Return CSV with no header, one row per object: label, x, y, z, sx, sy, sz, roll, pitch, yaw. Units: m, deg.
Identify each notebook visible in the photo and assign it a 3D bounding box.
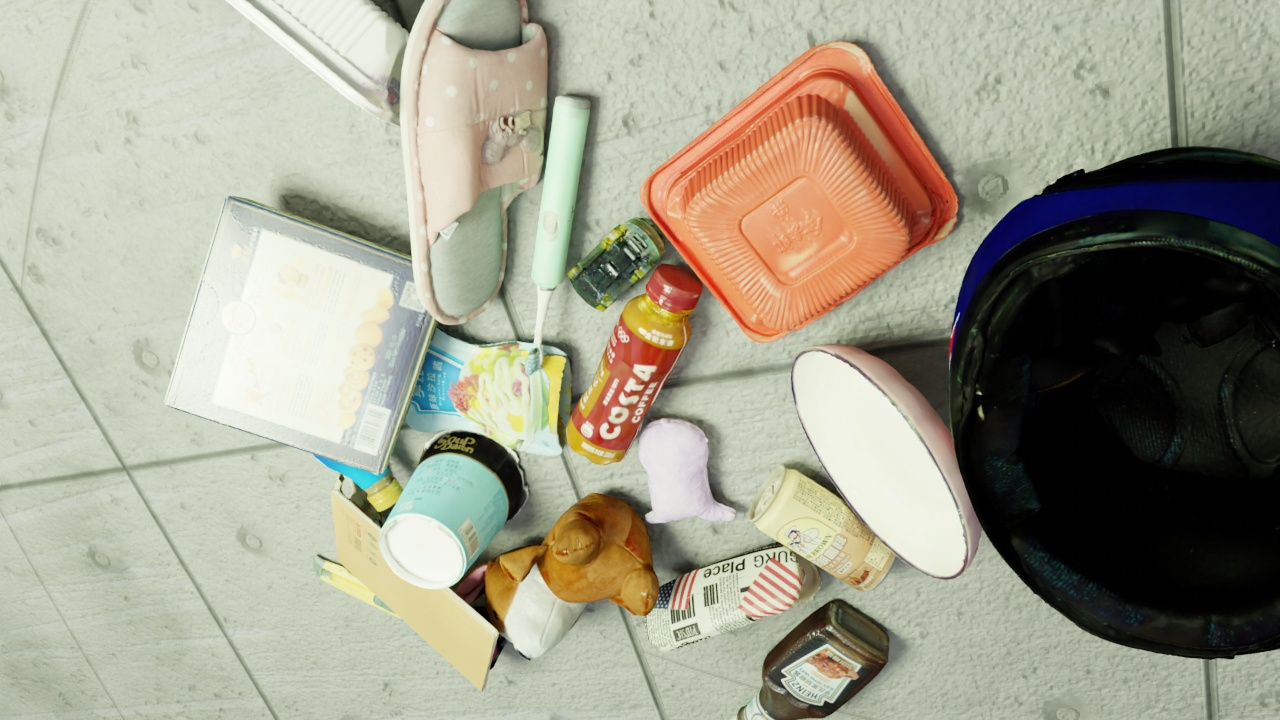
notebook,-0.221,0.224,0.881,0.208,0.008,0.148,36,142,14

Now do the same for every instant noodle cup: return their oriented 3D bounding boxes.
instant noodle cup,0.110,-0.102,0.635,0.189,0.079,0.164,-35,107,24
instant noodle cup,-0.171,0.135,0.814,0.111,0.120,0.111,7,118,12
instant noodle cup,-0.221,-0.239,0.634,0.173,0.138,0.060,40,97,-7

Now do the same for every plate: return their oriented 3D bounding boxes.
plate,0.182,0.066,0.665,0.039,0.192,0.192,-30,110,-12

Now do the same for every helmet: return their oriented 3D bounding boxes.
helmet,0.310,-0.002,0.532,0.248,0.239,0.316,1,129,36

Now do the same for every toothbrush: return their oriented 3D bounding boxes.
toothbrush,-0.068,-0.091,0.708,0.026,0.027,0.225,17,115,12

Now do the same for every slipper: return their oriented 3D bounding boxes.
slipper,-0.116,-0.142,0.662,0.054,0.113,0.275,30,127,27

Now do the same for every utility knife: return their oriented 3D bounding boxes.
utility knife,-0.257,0.255,0.967,0.198,0.021,0.031,23,120,-3

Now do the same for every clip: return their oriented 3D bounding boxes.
clip,-0.280,0.138,0.899,0.081,0.034,0.105,23,129,-1

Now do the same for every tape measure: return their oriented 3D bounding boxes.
tape measure,-0.165,0.283,0.933,0.058,0.039,0.057,29,109,-3

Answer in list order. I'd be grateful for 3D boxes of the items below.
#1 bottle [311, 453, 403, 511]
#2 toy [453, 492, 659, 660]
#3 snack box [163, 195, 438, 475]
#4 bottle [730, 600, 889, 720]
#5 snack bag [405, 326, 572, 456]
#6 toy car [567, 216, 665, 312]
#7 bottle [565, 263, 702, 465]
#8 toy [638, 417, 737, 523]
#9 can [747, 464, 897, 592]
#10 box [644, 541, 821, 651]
bottle,-0.285,0.040,0.818,0.065,0.065,0.219,-26,103,26
toy,-0.075,0.208,0.833,0.200,0.130,0.140,-31,117,36
snack box,-0.268,-0.019,0.749,0.182,0.045,0.178,20,98,-7
bottle,0.148,0.305,0.861,0.080,0.043,0.195,33,122,-2
snack bag,-0.154,0.020,0.798,0.191,0.038,0.110,11,122,13
toy car,-0.018,-0.075,0.707,0.043,0.036,0.091,47,130,-7
bottle,-0.004,0.004,0.734,0.057,0.057,0.175,27,121,0
toy,0.034,0.096,0.783,0.084,0.038,0.108,-4,115,17
can,0.152,0.139,0.762,0.116,0.058,0.059,32,121,-2
box,0.074,0.212,0.807,0.163,0.087,0.076,-26,93,29
